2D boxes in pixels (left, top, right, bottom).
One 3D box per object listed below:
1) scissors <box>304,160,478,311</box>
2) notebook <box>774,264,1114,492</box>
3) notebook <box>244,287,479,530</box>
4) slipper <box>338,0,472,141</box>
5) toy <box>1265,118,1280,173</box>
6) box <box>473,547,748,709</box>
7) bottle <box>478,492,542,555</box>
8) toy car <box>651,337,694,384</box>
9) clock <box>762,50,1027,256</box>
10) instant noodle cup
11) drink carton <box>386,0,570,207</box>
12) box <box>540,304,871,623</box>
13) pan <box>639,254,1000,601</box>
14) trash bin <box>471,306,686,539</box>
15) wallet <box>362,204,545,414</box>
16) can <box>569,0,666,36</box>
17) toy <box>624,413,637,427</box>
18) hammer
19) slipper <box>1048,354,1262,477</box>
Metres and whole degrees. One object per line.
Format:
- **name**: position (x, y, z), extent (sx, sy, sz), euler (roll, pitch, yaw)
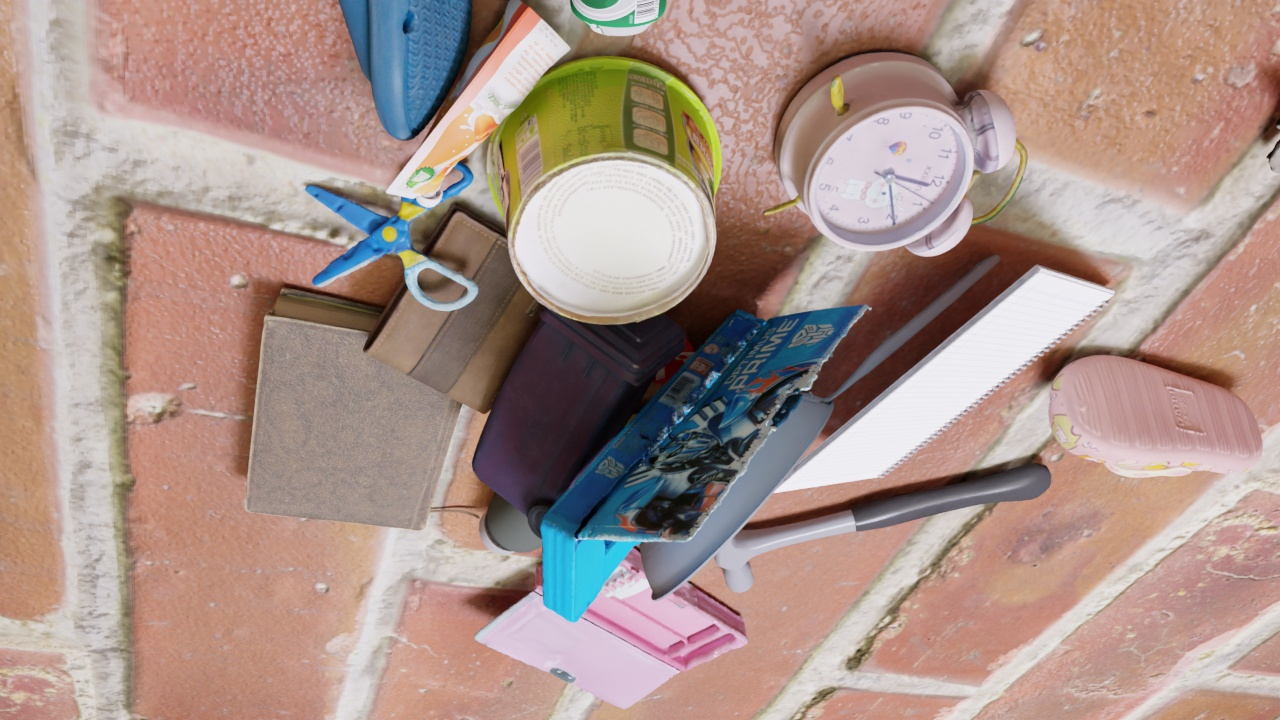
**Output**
- **scissors**: position (-0.151, -0.074, 0.579), extent (0.125, 0.015, 0.127), euler (-29, 95, 8)
- **notebook**: position (0.227, 0.022, 0.688), extent (0.177, 0.013, 0.246), euler (2, 140, -49)
- **notebook**: position (-0.197, 0.053, 0.704), extent (0.190, 0.034, 0.216), euler (11, 129, -19)
- **slipper**: position (-0.119, -0.202, 0.435), extent (0.059, 0.103, 0.214), euler (9, 134, 2)
- **toy**: position (0.444, -0.168, 0.579), extent (0.102, 0.050, 0.065), euler (-28, 166, 14)
- **box**: position (-0.026, 0.265, 0.918), extent (0.179, 0.039, 0.232), euler (-35, 127, 18)
- **bottle**: position (-0.090, 0.123, 0.759), extent (0.060, 0.060, 0.109), euler (25, 139, -26)
- **toy car**: position (-0.004, 0.004, 0.689), extent (0.089, 0.025, 0.038), euler (-6, 133, -1)
- **clock**: position (0.164, -0.122, 0.572), extent (0.158, 0.058, 0.117), euler (8, 131, -15)
- **instant noodle cup**: position (-0.018, -0.094, 0.547), extent (0.146, 0.097, 0.146), euler (-3, 133, -4)
- **drink carton**: position (-0.092, -0.135, 0.503), extent (0.039, 0.069, 0.122), euler (41, 98, 0)
- **box**: position (0.031, 0.044, 0.594), extent (0.071, 0.242, 0.171), euler (44, 140, 0)
- **pan**: position (0.121, 0.041, 0.683), extent (0.051, 0.200, 0.357), euler (42, 98, 3)
- **trash bin**: position (-0.042, 0.029, 0.635), extent (0.092, 0.093, 0.161), euler (36, 121, 10)
- **wallet**: position (-0.115, -0.032, 0.620), extent (0.098, 0.027, 0.121), euler (30, 102, -26)
- **can**: position (-0.011, -0.220, 0.463), extent (0.053, 0.053, 0.101), euler (-2, 133, -5)
- **toy**: position (0.002, 0.080, 0.749), extent (0.094, 0.041, 0.096), euler (2, 131, -16)
- **hammer**: position (0.217, 0.139, 0.840), extent (0.311, 0.029, 0.125), euler (-14, 133, 5)
- **slipper**: position (0.411, 0.054, 0.757), extent (0.197, 0.093, 0.082), euler (7, 151, -15)
